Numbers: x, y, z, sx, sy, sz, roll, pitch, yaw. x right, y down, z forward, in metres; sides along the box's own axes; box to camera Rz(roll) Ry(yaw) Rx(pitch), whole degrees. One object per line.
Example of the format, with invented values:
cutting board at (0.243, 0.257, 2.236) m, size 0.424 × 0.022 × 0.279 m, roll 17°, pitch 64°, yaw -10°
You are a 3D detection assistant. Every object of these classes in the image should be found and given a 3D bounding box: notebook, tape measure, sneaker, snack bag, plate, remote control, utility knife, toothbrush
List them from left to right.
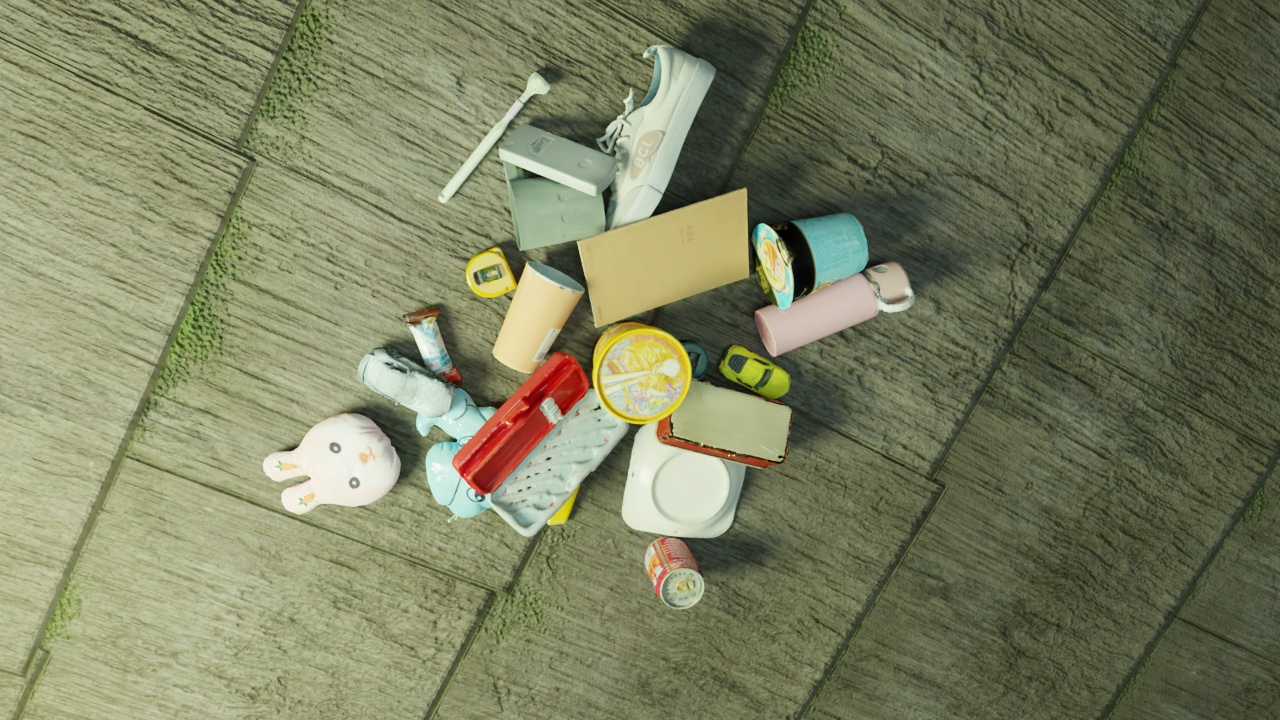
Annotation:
snack bag at (-0.256, -0.013, 1.132) m, size 0.048 × 0.026 × 0.104 m, roll -17°, pitch 107°, yaw -15°
tape measure at (-0.184, -0.105, 1.121) m, size 0.057 × 0.029 × 0.060 m, roll -23°, pitch 107°, yaw -4°
toothbrush at (-0.176, -0.261, 1.088) m, size 0.029 × 0.020 × 0.189 m, roll 42°, pitch 95°, yaw 10°
remote control at (-0.094, -0.233, 1.065) m, size 0.135 × 0.019 × 0.056 m, roll 23°, pitch 57°, yaw 14°
utility knife at (-0.092, 0.149, 1.212) m, size 0.033 × 0.015 × 0.154 m, roll 18°, pitch 101°, yaw -9°
sneaker at (-0.003, -0.256, 1.087) m, size 0.090 × 0.089 × 0.242 m, roll 23°, pitch 98°, yaw -14°
notebook at (0.033, -0.124, 1.125) m, size 0.211 × 0.012 × 0.150 m, roll -18°, pitch 142°, yaw -7°
tape measure at (0.061, 0.001, 1.199) m, size 0.058 × 0.025 × 0.054 m, roll 9°, pitch 103°, yaw -14°
plate at (0.064, 0.166, 1.238) m, size 0.164 × 0.034 × 0.164 m, roll 7°, pitch 102°, yaw -13°

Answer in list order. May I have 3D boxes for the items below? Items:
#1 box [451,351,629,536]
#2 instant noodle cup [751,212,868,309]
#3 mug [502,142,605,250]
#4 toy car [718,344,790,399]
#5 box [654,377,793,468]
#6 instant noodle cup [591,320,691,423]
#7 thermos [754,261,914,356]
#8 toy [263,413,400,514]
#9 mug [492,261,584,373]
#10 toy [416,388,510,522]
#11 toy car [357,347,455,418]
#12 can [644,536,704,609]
box at (-0.123, 0.102, 1.148) m, size 0.200 × 0.065 × 0.160 m, roll -47°, pitch 119°, yaw -15°
instant noodle cup at (0.218, -0.134, 1.159) m, size 0.120 × 0.111 × 0.111 m, roll -17°, pitch 107°, yaw -13°
mug at (-0.104, -0.199, 1.093) m, size 0.103 × 0.084 × 0.124 m, roll -10°, pitch 81°, yaw -10°
toy car at (0.155, 0.018, 1.219) m, size 0.105 × 0.032 × 0.048 m, roll 27°, pitch 97°, yaw -18°
box at (0.112, 0.079, 1.188) m, size 0.168 × 0.078 × 0.091 m, roll 15°, pitch 74°, yaw -15°
instant noodle cup at (-0.007, 0.007, 1.140) m, size 0.118 × 0.114 × 0.118 m, roll -3°, pitch 104°, yaw -11°
thermos at (0.255, -0.065, 1.189) m, size 0.198 × 0.087 × 0.067 m, roll -20°, pitch 127°, yaw -5°
toy at (-0.380, 0.133, 1.134) m, size 0.159 × 0.054 × 0.121 m, roll -23°, pitch 107°, yaw 4°
mug at (-0.129, -0.050, 1.125) m, size 0.078 × 0.078 × 0.123 m, roll 23°, pitch 103°, yaw -16°
toy at (-0.222, 0.127, 1.163) m, size 0.161 × 0.050 × 0.156 m, roll 30°, pitch 95°, yaw -12°
toy car at (-0.285, 0.029, 1.116) m, size 0.120 × 0.036 × 0.054 m, roll 26°, pitch 110°, yaw 0°
can at (0.046, 0.285, 1.233) m, size 0.066 × 0.094 × 0.066 m, roll -3°, pitch 105°, yaw -11°
